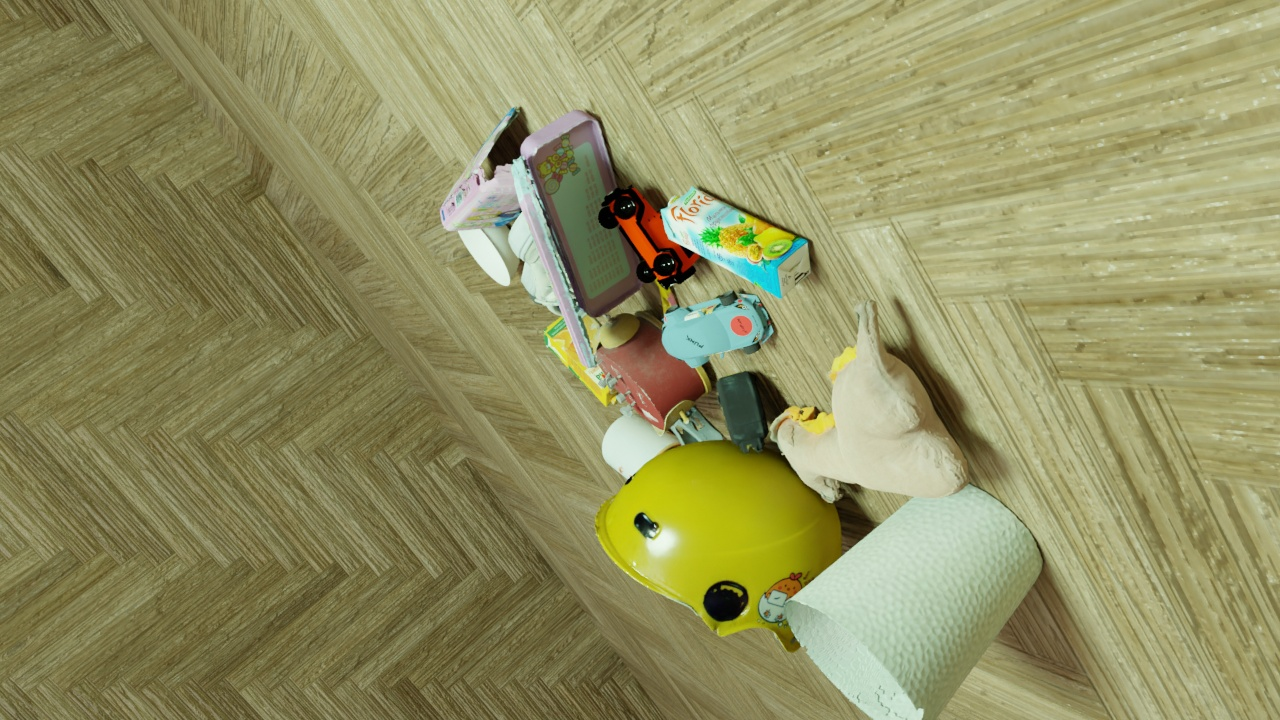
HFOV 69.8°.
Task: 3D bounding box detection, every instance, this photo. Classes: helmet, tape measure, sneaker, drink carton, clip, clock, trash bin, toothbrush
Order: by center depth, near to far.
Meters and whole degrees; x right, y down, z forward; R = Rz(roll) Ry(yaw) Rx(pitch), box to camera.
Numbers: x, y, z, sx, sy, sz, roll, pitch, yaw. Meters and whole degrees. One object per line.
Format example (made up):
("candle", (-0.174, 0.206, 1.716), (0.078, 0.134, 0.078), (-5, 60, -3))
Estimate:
("drink carton", (0.070, -0.092, 0.702), (0.129, 0.044, 0.039), (34, 155, 38))
("trash bin", (0.214, 0.181, 0.703), (0.133, 0.161, 0.133), (44, 160, 20))
("tape measure", (0.096, 0.046, 0.871), (0.071, 0.042, 0.072), (-88, -16, -61))
("helmet", (0.092, 0.150, 0.886), (0.240, 0.140, 0.209), (23, -159, -20))
("toothbrush", (0.025, -0.064, 0.903), (0.021, 0.016, 0.135), (37, 161, 31))
("sneaker", (-0.077, -0.104, 0.964), (0.091, 0.089, 0.242), (44, 167, 7))
("clock", (-0.006, 0.006, 0.974), (0.159, 0.081, 0.117), (49, 168, -3))
("clip", (0.034, 0.044, 1.061), (0.162, 0.027, 0.090), (54, 163, -12))
("drink carton", (-0.057, -0.005, 1.129), (0.122, 0.058, 0.041), (45, 161, 17))

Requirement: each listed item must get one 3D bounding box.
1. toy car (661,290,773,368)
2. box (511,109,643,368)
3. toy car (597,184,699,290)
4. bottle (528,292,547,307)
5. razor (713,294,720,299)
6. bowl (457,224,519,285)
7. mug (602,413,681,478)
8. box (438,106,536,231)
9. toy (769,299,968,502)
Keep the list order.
("toy car", (0.061, -0.024, 0.805), (0.108, 0.027, 0.060), (-14, 110, 42))
("box", (-0.061, -0.106, 0.837), (0.062, 0.139, 0.214), (8, 142, 22))
("toy car", (0.009, -0.110, 0.801), (0.100, 0.048, 0.051), (54, 162, -10))
("bottle", (-0.100, -0.078, 1.125), (0.110, 0.036, 0.036), (24, 148, 53))
("razor", (0.063, -0.032, 0.869), (0.042, 0.026, 0.106), (50, 165, -5))
("bowl", (-0.188, -0.153, 1.179), (0.110, 0.040, 0.110), (44, 160, 20))
("mug", (0.012, 0.123, 1.178), (0.105, 0.082, 0.082), (30, 153, 48))
("box", (-0.163, -0.204, 0.996), (0.231, 0.084, 0.090), (175, 86, -68))
("toy", (0.162, 0.044, 0.741), (0.196, 0.065, 0.264), (63, 166, -8))
